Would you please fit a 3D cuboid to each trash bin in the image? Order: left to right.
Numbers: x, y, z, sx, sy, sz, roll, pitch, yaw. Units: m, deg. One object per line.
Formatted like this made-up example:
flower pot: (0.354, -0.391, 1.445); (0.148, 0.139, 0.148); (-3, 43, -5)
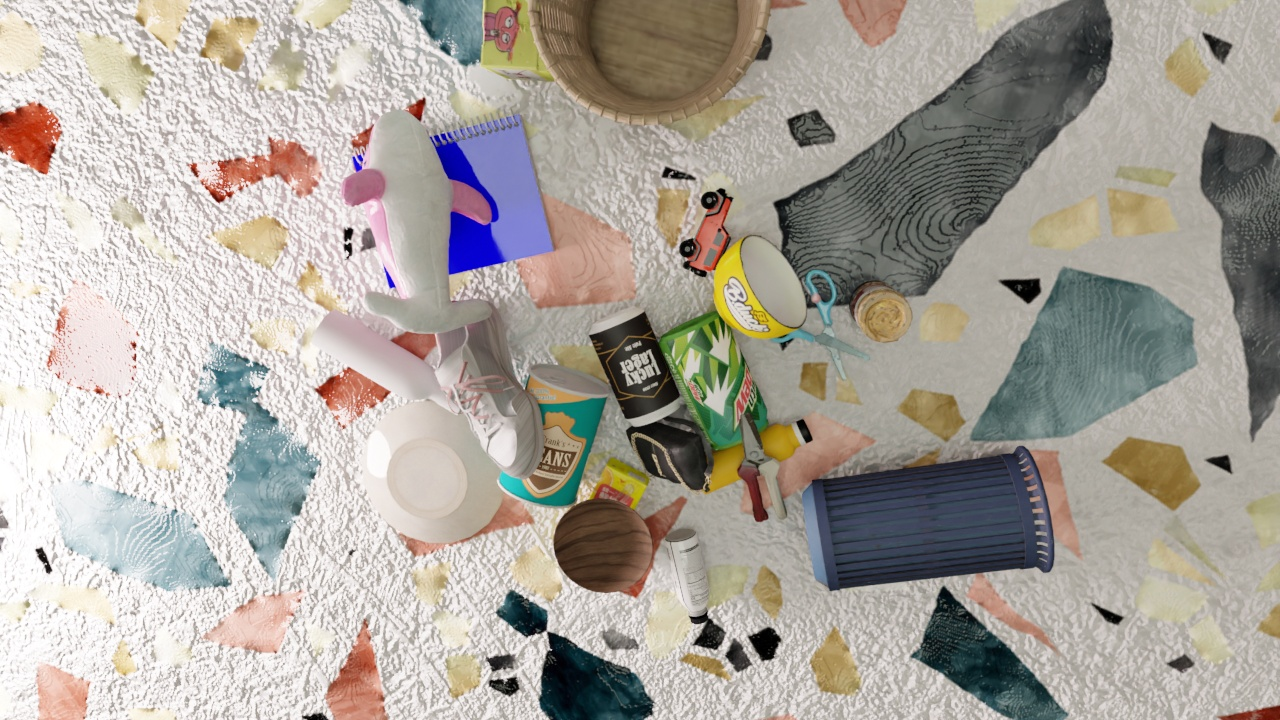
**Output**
trash bin: (0.315, 0.183, 1.035); (0.250, 0.139, 0.139); (-9, 100, 10)

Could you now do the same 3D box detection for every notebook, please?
notebook: (-0.222, -0.191, 1.089); (0.209, 0.022, 0.171); (-12, 101, 9)

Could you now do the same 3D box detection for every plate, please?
plate: (-0.265, 0.145, 1.156); (0.189, 0.027, 0.189); (1, 101, 7)

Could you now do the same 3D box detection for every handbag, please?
handbag: (0.038, 0.112, 1.078); (0.054, 0.129, 0.079); (-34, 118, -30)

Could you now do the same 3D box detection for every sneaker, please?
sneaker: (-0.188, 0.030, 1.040); (0.099, 0.089, 0.236); (-44, 58, 34)

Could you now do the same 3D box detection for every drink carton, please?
drink carton: (-0.043, 0.191, 1.129); (0.058, 0.043, 0.135); (28, 103, 2)

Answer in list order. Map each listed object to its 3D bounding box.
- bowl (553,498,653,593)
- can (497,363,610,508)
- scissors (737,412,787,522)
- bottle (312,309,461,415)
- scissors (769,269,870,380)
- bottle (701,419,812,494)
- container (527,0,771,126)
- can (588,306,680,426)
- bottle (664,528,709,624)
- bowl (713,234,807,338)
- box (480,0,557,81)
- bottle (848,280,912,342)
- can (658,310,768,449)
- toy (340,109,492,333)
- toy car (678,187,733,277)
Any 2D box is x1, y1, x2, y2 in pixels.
bowl: (-0.042, 0.216, 1.095); (0.119, 0.032, 0.119); (1, 102, 7)
can: (-0.103, 0.088, 1.087); (0.099, 0.099, 0.144); (18, 103, 3)
scissors: (0.131, 0.128, 1.058); (0.188, 0.015, 0.140); (34, 125, -29)
bottle: (-0.302, 0.009, 1.121); (0.195, 0.052, 0.052); (30, 103, 0)
scissors: (0.199, -0.030, 1.070); (0.118, 0.015, 0.139); (-20, 92, 11)
bottle: (0.133, 0.111, 1.091); (0.144, 0.043, 0.043); (-26, 97, 11)
container: (0.017, -0.352, 0.936); (0.227, 0.196, 0.227); (1, 101, 7)
can: (-0.006, 0.006, 1.073); (0.072, 0.071, 0.128); (-22, 98, 11)
bottle: (0.061, 0.269, 1.132); (0.041, 0.041, 0.116); (-11, 99, 9)
bowl: (0.125, -0.074, 1.026); (0.068, 0.117, 0.117); (-30, 97, 36)
box: (-0.116, -0.417, 0.980); (0.079, 0.124, 0.221); (6, 100, 6)
bottle: (0.263, -0.055, 1.009); (0.056, 0.105, 0.056); (1, 101, 7)
can: (0.086, 0.023, 1.059); (0.083, 0.083, 0.144); (-24, 97, 11)
toy: (-0.264, -0.148, 1.033); (0.128, 0.186, 0.265); (-27, 70, 45)
toy car: (0.080, -0.146, 1.043); (0.049, 0.051, 0.100); (25, 103, 5)
